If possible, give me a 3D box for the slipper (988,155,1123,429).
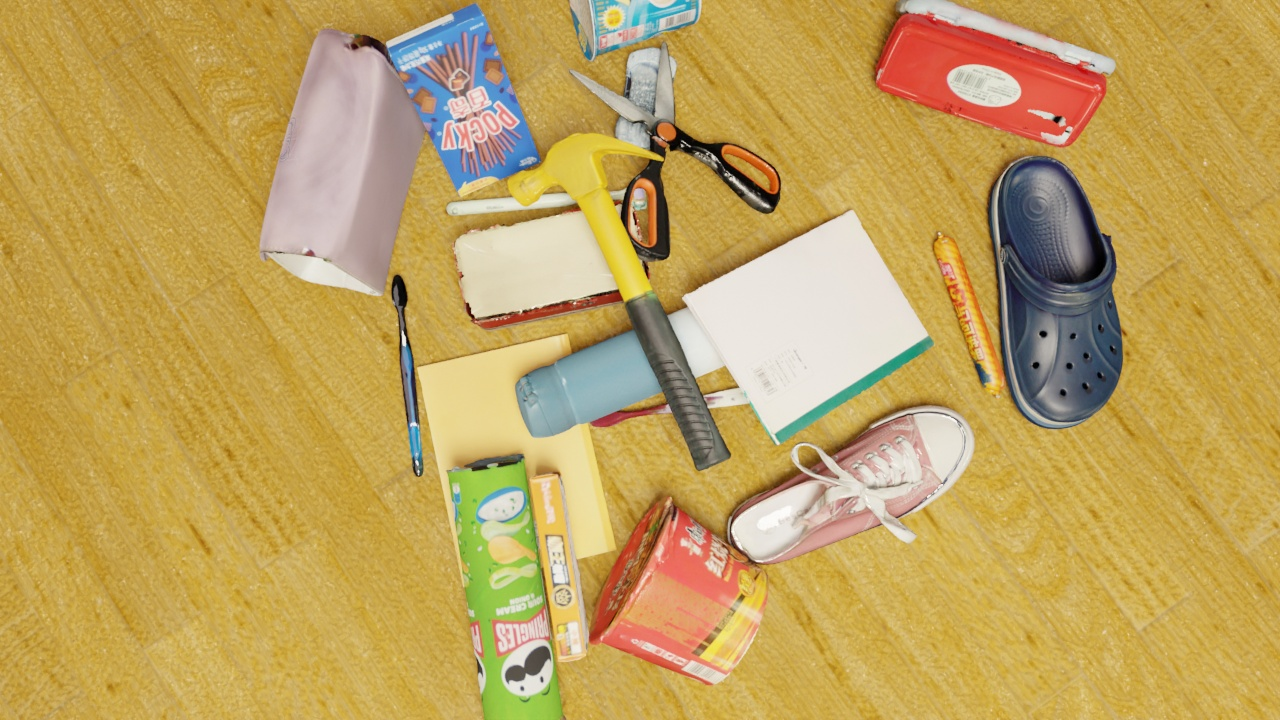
[{"bbox_3d":[0.380,-0.067,0.821,0.105,0.095,0.252,-5,80,2],"label":"slipper"}]

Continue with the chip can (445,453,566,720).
[{"bbox_3d":[-0.117,0.202,0.792,0.072,0.072,0.236,-9,88,-1],"label":"chip can"}]

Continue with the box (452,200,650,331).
[{"bbox_3d":[-0.079,-0.088,0.830,0.168,0.077,0.091,-12,84,-2],"label":"box"}]

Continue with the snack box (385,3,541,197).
[{"bbox_3d":[-0.152,-0.225,0.812,0.084,0.157,0.026,-25,49,-4],"label":"snack box"}]

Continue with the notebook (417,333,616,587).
[{"bbox_3d":[-0.115,0.090,0.844,0.146,0.010,0.206,-13,84,-2],"label":"notebook"}]

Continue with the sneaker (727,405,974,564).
[{"bbox_3d":[0.189,0.112,0.802,0.241,0.088,0.118,-25,84,-2],"label":"sneaker"}]

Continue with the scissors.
[{"bbox_3d":[0.028,-0.185,0.834,0.233,0.022,0.220,26,65,-15],"label":"scissors"}]

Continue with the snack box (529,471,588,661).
[{"bbox_3d":[-0.069,0.174,0.792,0.026,0.075,0.153,-9,85,-3],"label":"snack box"}]

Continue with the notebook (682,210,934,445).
[{"bbox_3d":[0.155,-0.035,0.813,0.208,0.012,0.150,-28,84,-28],"label":"notebook"}]

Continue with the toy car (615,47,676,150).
[{"bbox_3d":[0.006,-0.249,0.871,0.049,0.031,0.105,9,82,-1],"label":"toy car"}]

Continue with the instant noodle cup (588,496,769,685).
[{"bbox_3d":[0.035,0.202,0.776,0.108,0.138,0.138,30,84,-5],"label":"instant noodle cup"}]

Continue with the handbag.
[{"bbox_3d":[-0.262,-0.168,0.805,0.098,0.145,0.197,12,83,-2],"label":"handbag"}]

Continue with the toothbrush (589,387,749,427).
[{"bbox_3d":[0.046,0.042,0.848,0.187,0.017,0.016,-10,81,-3],"label":"toothbrush"}]

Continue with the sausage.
[{"bbox_3d":[0.306,-0.043,0.853,0.021,0.021,0.165,-17,84,-2],"label":"sausage"}]

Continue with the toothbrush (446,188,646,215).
[{"bbox_3d":[-0.089,-0.149,0.866,0.189,0.029,0.020,-4,42,1],"label":"toothbrush"}]

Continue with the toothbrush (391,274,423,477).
[{"bbox_3d":[-0.215,0.014,0.853,0.014,0.016,0.189,-7,86,-10],"label":"toothbrush"}]

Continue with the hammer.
[{"bbox_3d":[0.000,-0.051,0.764,0.129,0.032,0.300,-25,87,21],"label":"hammer"}]

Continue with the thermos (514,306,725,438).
[{"bbox_3d":[-0.005,0.005,0.819,0.220,0.070,0.070,-23,84,-6],"label":"thermos"}]

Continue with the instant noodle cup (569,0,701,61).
[{"bbox_3d":[-0.004,-0.339,0.853,0.110,0.099,0.099,-14,84,-9],"label":"instant noodle cup"}]

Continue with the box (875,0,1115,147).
[{"bbox_3d":[0.331,-0.285,0.864,0.201,0.096,0.100,18,46,1],"label":"box"}]
